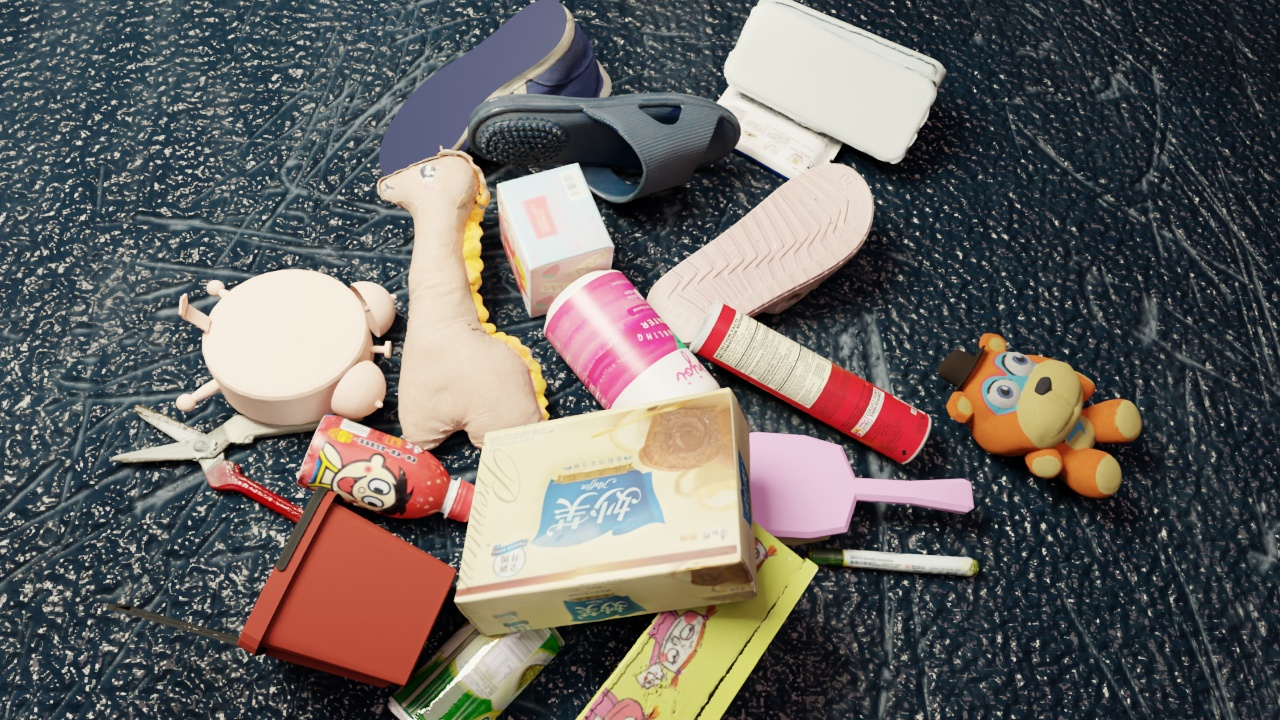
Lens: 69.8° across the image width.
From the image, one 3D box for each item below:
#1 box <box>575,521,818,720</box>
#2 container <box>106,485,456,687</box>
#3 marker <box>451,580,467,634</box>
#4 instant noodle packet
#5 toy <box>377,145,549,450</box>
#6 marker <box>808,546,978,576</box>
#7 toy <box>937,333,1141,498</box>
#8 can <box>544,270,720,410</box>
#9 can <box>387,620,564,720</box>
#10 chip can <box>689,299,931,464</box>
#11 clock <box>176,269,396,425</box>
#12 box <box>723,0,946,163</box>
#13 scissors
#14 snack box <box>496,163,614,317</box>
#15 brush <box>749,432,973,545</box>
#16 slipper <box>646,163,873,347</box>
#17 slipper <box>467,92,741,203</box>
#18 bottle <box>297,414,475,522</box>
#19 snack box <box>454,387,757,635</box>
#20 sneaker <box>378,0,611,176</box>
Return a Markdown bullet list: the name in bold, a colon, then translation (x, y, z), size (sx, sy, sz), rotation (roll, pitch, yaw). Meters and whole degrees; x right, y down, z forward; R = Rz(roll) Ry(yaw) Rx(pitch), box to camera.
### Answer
- **box**: translation (0.032, 0.226, 0.678), size (0.083, 0.125, 0.220), rotation (39, 65, 11)
- **container**: translation (-0.246, 0.155, 0.658), size (0.201, 0.148, 0.126), rotation (25, 71, -8)
- **marker**: translation (-0.130, 0.150, 0.748), size (0.019, 0.019, 0.145), rotation (13, 65, -1)
- **instant noodle packet**: translation (0.138, -0.236, 0.950), size (0.134, 0.026, 0.086), rotation (30, 66, 7)
- **toy**: translation (-0.139, -0.051, 0.794), size (0.196, 0.065, 0.264), rotation (5, 80, -7)
- **marker**: translation (0.215, 0.171, 0.781), size (0.146, 0.017, 0.017), rotation (6, 65, -5)
- **toy**: translation (0.349, 0.046, 0.818), size (0.176, 0.096, 0.112), rotation (25, 65, 17)
- **can**: translation (-0.005, 0.005, 0.790), size (0.088, 0.088, 0.166), rotation (-35, 74, -20)
- **can**: translation (-0.122, 0.234, 0.686), size (0.067, 0.067, 0.120), rotation (42, 67, 12)
- **chip can**: translation (0.149, 0.020, 0.805), size (0.214, 0.052, 0.051), rotation (28, 65, -4)
- **clock**: translation (-0.291, -0.018, 0.767), size (0.160, 0.086, 0.130), rotation (5, 56, -12)
- **box**: translation (0.199, -0.296, 0.959), size (0.211, 0.105, 0.130), rotation (29, 96, 4)
- **scissors**: translation (-0.321, 0.077, 0.762), size (0.179, 0.015, 0.196), rotation (-37, 75, -20)
- **snack box**: translation (-0.079, -0.106, 0.829), size (0.079, 0.095, 0.093), rotation (-18, 70, -13)
- **brush**: translation (0.167, 0.114, 0.786), size (0.228, 0.043, 0.089), rotation (4, 65, -5)
- **slipper**: translation (0.115, -0.089, 0.863), size (0.239, 0.064, 0.094), rotation (-34, 75, -1)
- **slipper**: translation (-0.027, -0.188, 0.855), size (0.263, 0.101, 0.082), rotation (-2, 65, -20)
- **bottle**: translation (-0.199, 0.094, 0.741), size (0.137, 0.062, 0.061), rotation (22, 64, -12)
- **snack box**: translation (-0.023, 0.109, 0.675), size (0.208, 0.055, 0.153), rotation (-11, 44, 14)
- **sneaker**: translation (-0.135, -0.240, 0.905), size (0.233, 0.118, 0.091), rotation (-38, 64, 14)
